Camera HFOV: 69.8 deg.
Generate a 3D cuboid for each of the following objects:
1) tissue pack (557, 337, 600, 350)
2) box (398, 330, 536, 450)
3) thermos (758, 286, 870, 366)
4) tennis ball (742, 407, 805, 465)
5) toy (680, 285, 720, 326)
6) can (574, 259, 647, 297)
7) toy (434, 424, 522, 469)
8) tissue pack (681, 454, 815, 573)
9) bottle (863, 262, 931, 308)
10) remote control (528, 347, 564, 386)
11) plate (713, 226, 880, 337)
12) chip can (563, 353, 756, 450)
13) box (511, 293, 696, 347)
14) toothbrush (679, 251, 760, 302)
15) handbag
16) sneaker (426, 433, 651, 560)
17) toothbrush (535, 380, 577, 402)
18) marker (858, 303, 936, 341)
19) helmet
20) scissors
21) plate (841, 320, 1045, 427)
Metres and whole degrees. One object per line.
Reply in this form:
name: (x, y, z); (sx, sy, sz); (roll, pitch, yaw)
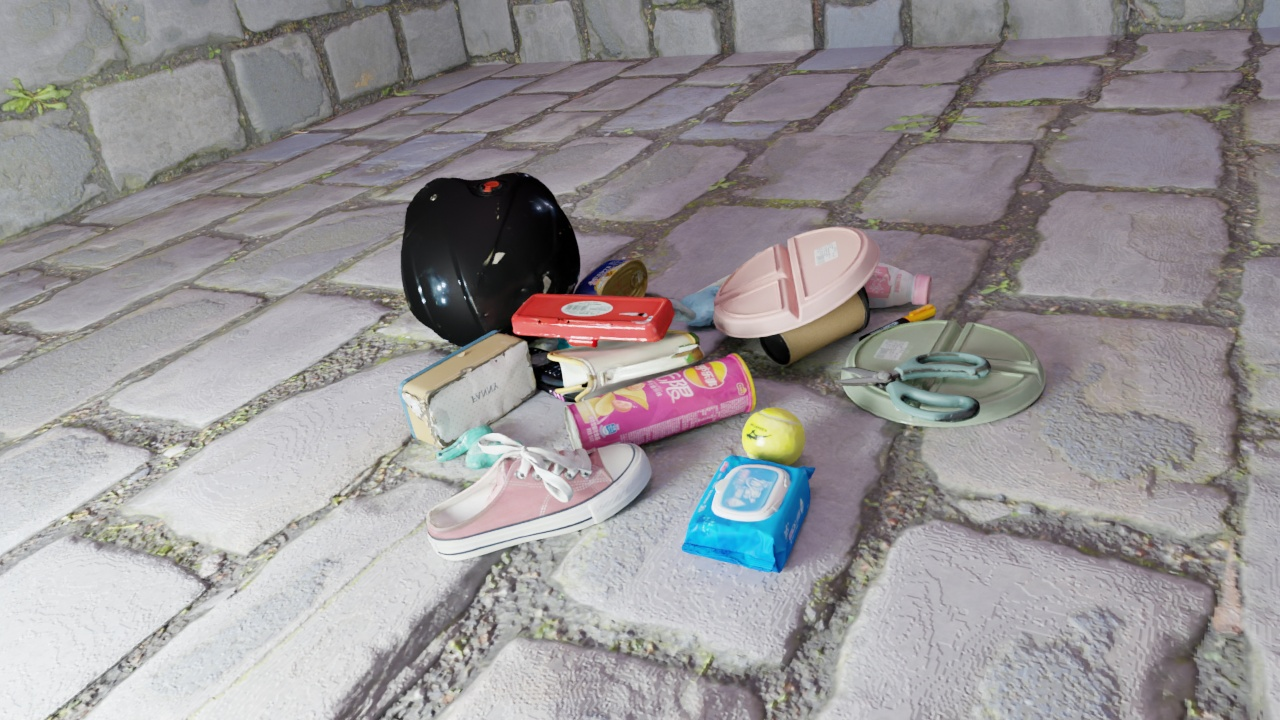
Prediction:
tissue pack: (-0.039, -0.032, 1.249); (0.133, 0.050, 0.093); (-24, 32, -24)
box: (-0.206, 0.032, 1.144); (0.063, 0.090, 0.183); (14, 33, 38)
thermos: (0.223, -0.053, 1.175); (0.143, 0.093, 0.093); (-31, 34, -22)
tennis ball: (0.140, 0.082, 0.965); (0.065, 0.065, 0.065); (-7, 28, 4)
toy: (0.136, -0.080, 1.287); (0.156, 0.050, 0.161); (-20, 25, 1)
can: (-0.043, -0.102, 1.358); (0.049, 0.075, 0.147); (3, 29, 29)
toy: (-0.191, 0.103, 1.070); (0.096, 0.030, 0.092); (-24, 26, -12)
tissue pack: (0.107, 0.140, 0.880); (0.095, 0.052, 0.156); (5, 31, 25)
bottle: (0.299, -0.106, 1.273); (0.197, 0.068, 0.068); (9, 33, 23)
remote control: (-0.121, 0.012, 1.221); (0.053, 0.024, 0.136); (-31, 33, -33)
plate: (0.194, -0.107, 1.179); (0.230, 0.028, 0.229); (-25, 24, 12)
chip can: (0.022, 0.054, 1.047); (0.210, 0.071, 0.071); (-16, 29, -13)
box: (-0.045, -0.058, 1.158); (0.201, 0.063, 0.159); (3, 14, 23)
toothbrush: (0.127, -0.120, 1.397); (0.189, 0.029, 0.020); (-30, -8, -31)
handbag: (-0.007, 0.006, 1.104); (0.163, 0.063, 0.179); (-16, 11, -28)
sneaker: (-0.105, 0.124, 0.938); (0.240, 0.088, 0.118); (-17, 29, -13)
toothbrush: (-0.112, 0.043, 1.173); (0.017, 0.014, 0.189); (-39, 38, -28)
marker: (0.337, -0.047, 1.200); (0.123, 0.015, 0.018); (-22, 26, -19)
helmet: (-0.196, -0.134, 1.292); (0.274, 0.234, 0.230); (-38, 48, -16)
scissors: (0.299, 0.031, 1.003); (0.177, 0.019, 0.171); (-5, 30, 8)
plate: (0.353, 0.007, 1.080); (0.230, 0.027, 0.229); (-7, 27, 3)
